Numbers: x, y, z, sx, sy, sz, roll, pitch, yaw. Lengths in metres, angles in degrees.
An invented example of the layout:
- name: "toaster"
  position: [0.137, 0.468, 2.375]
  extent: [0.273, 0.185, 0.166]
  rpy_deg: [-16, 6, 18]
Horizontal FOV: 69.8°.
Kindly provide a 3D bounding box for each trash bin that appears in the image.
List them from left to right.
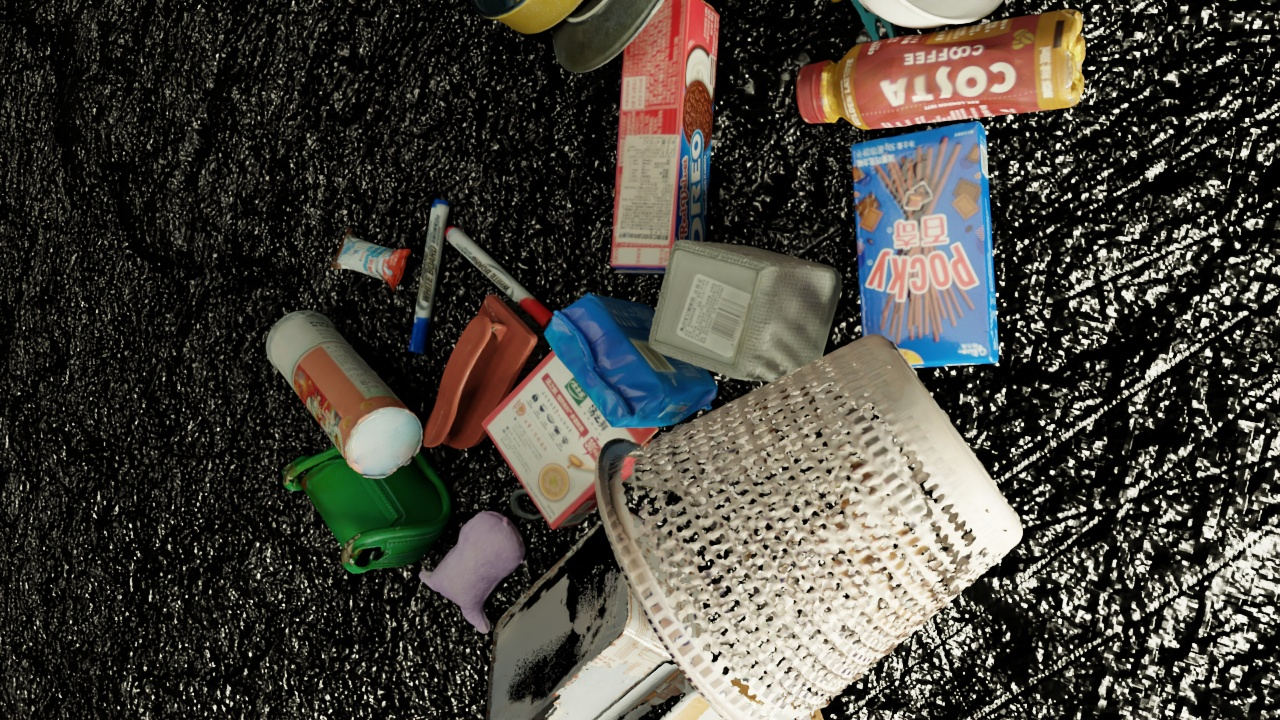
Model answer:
- name: "trash bin"
  position: [0.113, 0.095, 0.574]
  extent: [0.192, 0.227, 0.227]
  rpy_deg: [-36, 72, 14]

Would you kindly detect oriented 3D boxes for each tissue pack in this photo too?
- name: "tissue pack"
  position: [-0.004, 0.004, 0.664]
  extent: [0.052, 0.157, 0.095]
  rpy_deg: [-43, 73, 17]

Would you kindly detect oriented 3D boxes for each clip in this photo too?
- name: "clip"
  position: [0.165, -0.236, 0.637]
  extent: [0.049, 0.015, 0.057]
  rpy_deg: [-24, 77, 27]

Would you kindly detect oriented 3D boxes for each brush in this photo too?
- name: "brush"
  position: [-0.141, 0.018, 0.790]
  extent: [0.063, 0.069, 0.146]
  rpy_deg: [44, 120, 24]

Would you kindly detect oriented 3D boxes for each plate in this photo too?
- name: "plate"
  position: [-0.019, -0.305, 0.698]
  extent: [0.180, 0.024, 0.179]
  rpy_deg: [-32, 48, 42]

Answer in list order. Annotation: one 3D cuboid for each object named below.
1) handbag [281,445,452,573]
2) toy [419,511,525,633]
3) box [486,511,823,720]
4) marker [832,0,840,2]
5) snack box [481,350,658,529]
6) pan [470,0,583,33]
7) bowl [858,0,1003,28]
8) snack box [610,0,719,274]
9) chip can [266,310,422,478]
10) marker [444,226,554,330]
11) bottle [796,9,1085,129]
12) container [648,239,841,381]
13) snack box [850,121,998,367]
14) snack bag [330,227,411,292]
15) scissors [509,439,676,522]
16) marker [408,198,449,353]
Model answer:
- name: "handbag"
  position: [-0.246, 0.128, 0.836]
  extent: [0.131, 0.120, 0.068]
  rpy_deg: [47, 119, 20]
- name: "toy"
  position: [-0.144, 0.184, 0.821]
  extent: [0.084, 0.038, 0.108]
  rpy_deg: [39, 106, 10]
- name: "box"
  position: [0.012, 0.248, 0.703]
  extent: [0.183, 0.192, 0.156]
  rpy_deg: [-46, 26, 24]
- name: "marker"
  position: [0.173, -0.301, 0.632]
  extent: [0.124, 0.015, 0.018]
  rpy_deg: [-49, 65, 20]
- name: "snack box"
  position: [-0.051, 0.054, 0.747]
  extent: [0.127, 0.044, 0.113]
  rpy_deg: [-44, 69, 19]
- name: "pan"
  position: [-0.125, -0.377, 0.771]
  extent: [0.358, 0.078, 0.197]
  rpy_deg: [23, 92, 52]
- name: "bowl"
  position: [0.174, -0.260, 0.594]
  extent: [0.065, 0.118, 0.118]
  rpy_deg: [156, 105, -70]
- name: "snack box"
  position: [0.018, -0.168, 0.704]
  extent: [0.058, 0.057, 0.207]
  rpy_deg: [5, 93, 29]
- name: "chip can"
  position: [-0.277, 0.026, 0.847]
  extent: [0.215, 0.071, 0.071]
  rpy_deg: [35, 109, 44]
- name: "marker"
  position: [-0.127, -0.075, 0.819]
  extent: [0.145, 0.017, 0.017]
  rpy_deg: [42, 111, 24]
- name: "bottle"
  position: [0.190, -0.184, 0.597]
  extent: [0.175, 0.057, 0.057]
  rpy_deg: [1, 91, 32]
- name: "container"
  position: [0.071, -0.034, 0.639]
  extent: [0.090, 0.114, 0.090]
  rpy_deg: [19, 100, 31]
- name: "snack box"
  position: [0.190, -0.074, 0.617]
  extent: [0.085, 0.026, 0.157]
  rpy_deg: [-4, 89, 31]
- name: "snack bag"
  position: [-0.264, -0.099, 0.898]
  extent: [0.104, 0.026, 0.048]
  rpy_deg: [23, 91, 29]
- name: "scissors"
  position: [-0.051, 0.089, 0.777]
  extent: [0.170, 0.014, 0.160]
  rpy_deg: [45, 112, 22]
- name: "marker"
  position: [-0.199, -0.079, 0.863]
  extent: [0.017, 0.016, 0.146]
  rpy_deg: [16, 99, 31]
